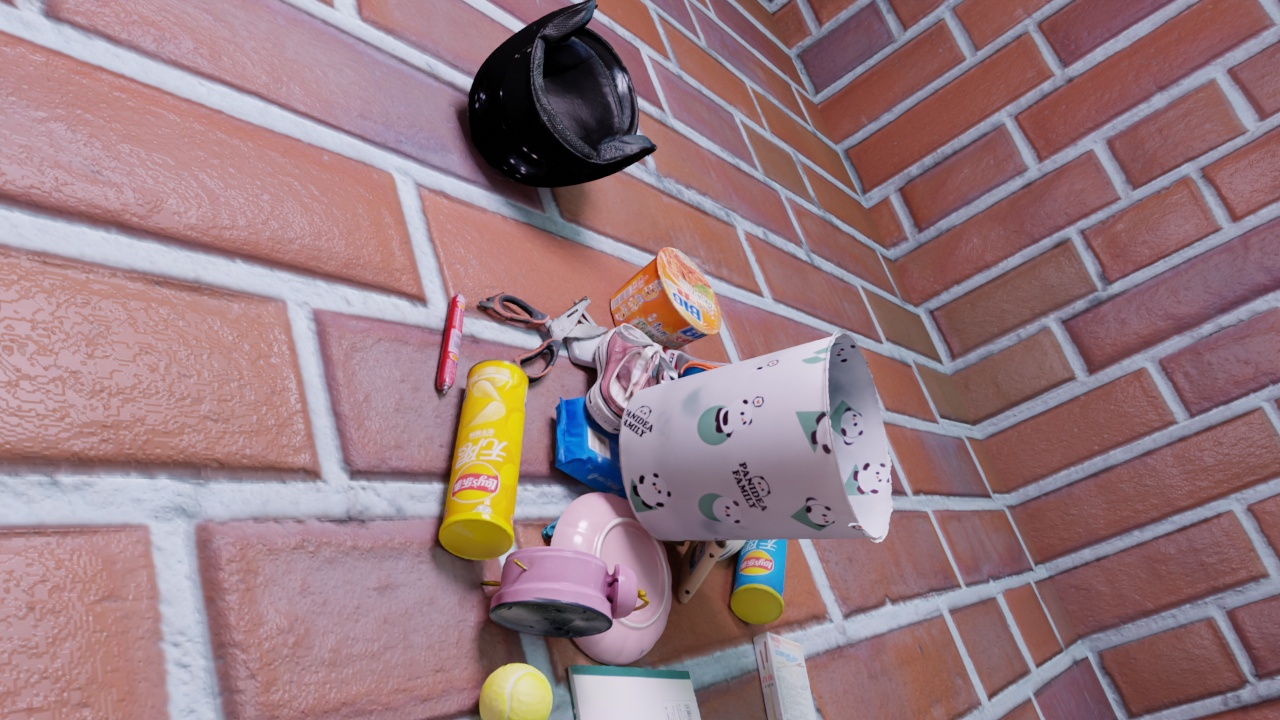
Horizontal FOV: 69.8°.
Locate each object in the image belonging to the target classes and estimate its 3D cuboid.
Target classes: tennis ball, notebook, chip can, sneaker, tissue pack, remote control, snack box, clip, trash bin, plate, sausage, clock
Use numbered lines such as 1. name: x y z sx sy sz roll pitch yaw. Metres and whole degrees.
1. tennis ball: -0.111 0.305 0.820 0.065 0.066 0.065 39 34 -33
2. notebook: 0.007 0.401 0.973 0.209 0.012 0.150 24 43 -47
3. chip can: 0.174 0.272 1.308 0.071 0.071 0.209 48 30 -19
4. sneaker: -0.007 0.007 1.172 0.118 0.088 0.240 46 20 -12
5. tissue pack: -0.048 0.112 1.127 0.157 0.052 0.094 34 38 -38
6. remote control: -0.045 -0.010 1.267 0.135 0.020 0.055 15 52 -40
7. snack box: 0.197 0.448 1.220 0.084 0.027 0.156 32 38 -40
8. clip: -0.090 0.182 1.024 0.055 0.037 0.013 -28 86 -51
9. trash bin: 0.128 0.102 1.034 0.229 0.252 0.229 35 49 -54
10. plate: -0.022 0.238 1.023 0.192 0.039 0.192 28 51 -42
11. sausage: -0.211 -0.022 1.029 0.020 0.020 0.155 37 35 -34
12. clock: -0.067 0.228 0.889 0.158 0.117 0.059 19 55 -22
13. chip can: -0.157 0.097 0.945 0.072 0.072 0.213 39 33 -33

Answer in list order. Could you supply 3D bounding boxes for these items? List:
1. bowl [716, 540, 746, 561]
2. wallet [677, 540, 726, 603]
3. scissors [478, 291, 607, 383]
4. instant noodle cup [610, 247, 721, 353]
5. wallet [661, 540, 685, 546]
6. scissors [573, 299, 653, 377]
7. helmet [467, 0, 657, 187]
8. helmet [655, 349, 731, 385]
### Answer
1. bowl: 0.113 0.212 1.274 0.116 0.066 0.116 39 33 -32
2. wallet: 0.079 0.237 1.148 0.024 0.115 0.087 18 37 -9
3. scissors: -0.120 -0.039 1.176 0.224 0.015 0.188 28 44 -34
4. instant noodle cup: 0.034 -0.080 1.384 0.151 0.112 0.151 39 34 -33
5. wallet: 0.038 0.182 1.163 0.115 0.020 0.101 27 76 -56
6. scissors: -0.041 -0.012 1.305 0.170 0.012 0.144 24 44 -43
7. helmet: -0.111 -0.366 1.308 0.233 0.231 0.273 68 27 -13
8. helmet: 0.115 0.098 1.268 0.206 0.144 0.240 12 22 -32
